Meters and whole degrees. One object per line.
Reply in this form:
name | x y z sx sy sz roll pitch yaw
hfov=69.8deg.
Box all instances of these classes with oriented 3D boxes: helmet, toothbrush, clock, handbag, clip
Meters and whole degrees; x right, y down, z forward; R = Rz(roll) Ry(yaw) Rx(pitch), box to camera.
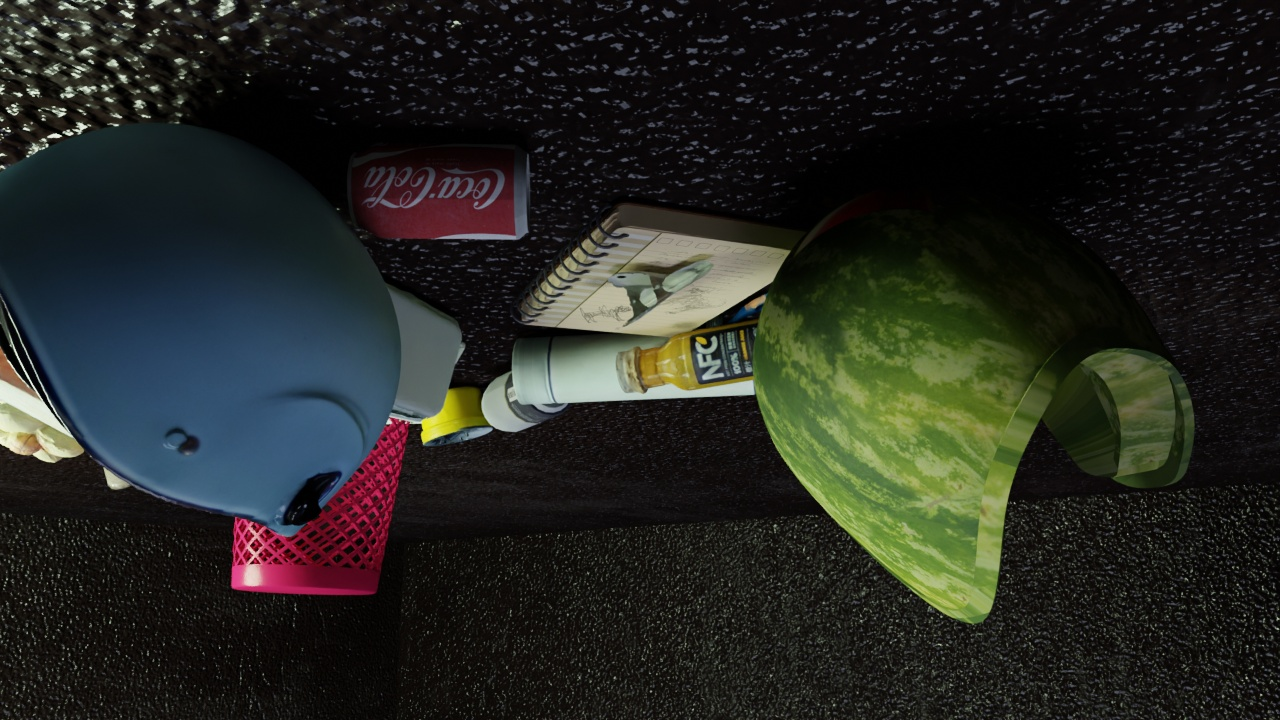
helmet | 0.183 0.007 0.579 0.213 0.243 0.247 -30 -148 -14
toothbrush | 0.102 -0.046 0.793 0.021 0.017 0.135 6 161 -38
clock | -0.207 0.065 1.081 0.118 0.057 0.083 -9 167 -29
handbag | -0.499 0.031 0.829 0.171 0.123 0.113 -2 154 -10
helmet | -0.226 -0.017 0.515 0.166 0.225 0.266 -35 159 -13
clip | 0.006 -0.046 0.665 0.054 0.038 0.102 -9 170 -32

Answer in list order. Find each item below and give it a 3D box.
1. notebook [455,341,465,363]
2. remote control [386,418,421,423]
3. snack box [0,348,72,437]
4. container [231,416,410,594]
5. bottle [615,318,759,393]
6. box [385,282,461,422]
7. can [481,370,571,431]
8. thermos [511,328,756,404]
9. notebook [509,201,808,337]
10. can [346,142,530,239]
notebook | -0.298 0.011 0.982 0.181 0.010 0.253 4 164 -19
remote control | -0.303 0.062 1.140 0.143 0.024 0.050 0 165 -10
snack box | -0.457 0.002 0.688 0.208 0.057 0.104 33 154 -13
container | -0.306 0.105 0.876 0.183 0.225 0.183 1 163 0
bottle | 0.071 -0.005 0.797 0.186 0.053 0.053 -10 163 15
box | -0.211 -0.019 0.733 0.110 0.107 0.216 -35 158 14
can | -0.126 0.040 0.994 0.064 0.064 0.128 8 162 -31
thermos | -0.005 0.005 0.874 0.230 0.067 0.068 -2 165 6
notebook | 0.007 -0.061 0.713 0.167 0.024 0.226 5 164 -24
can | -0.112 -0.096 0.520 0.096 0.054 0.054 0 165 -4
